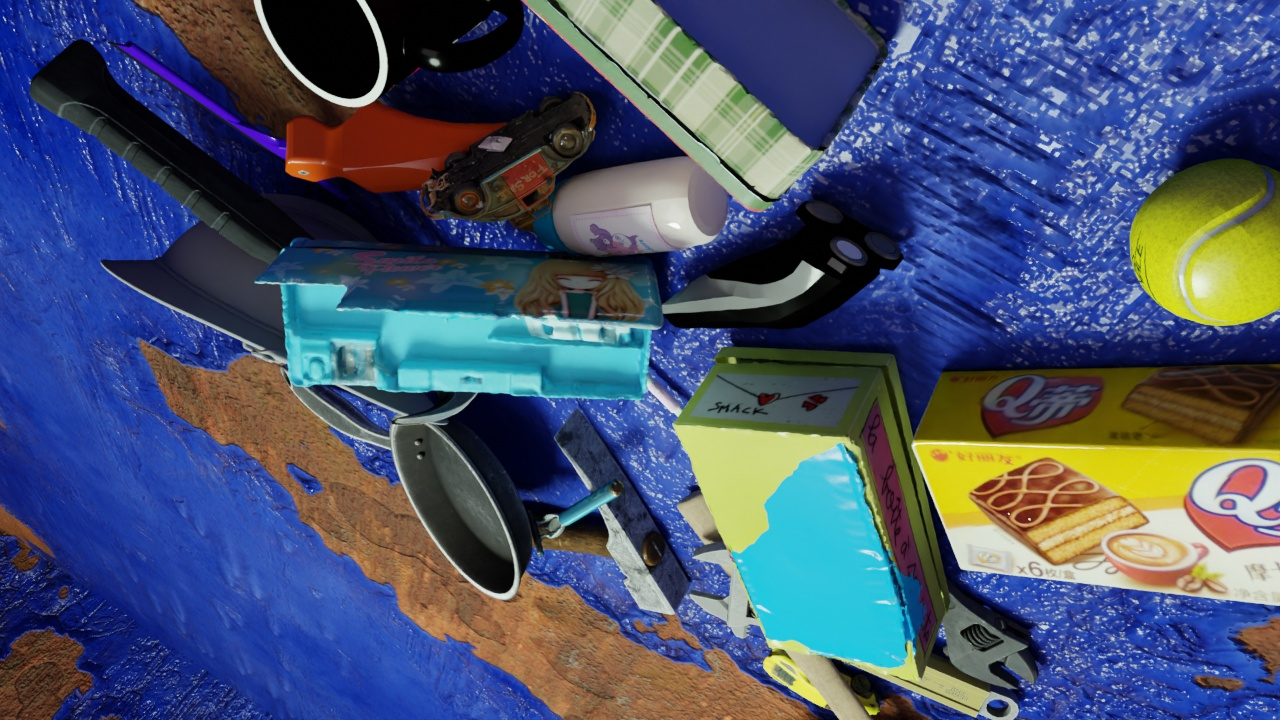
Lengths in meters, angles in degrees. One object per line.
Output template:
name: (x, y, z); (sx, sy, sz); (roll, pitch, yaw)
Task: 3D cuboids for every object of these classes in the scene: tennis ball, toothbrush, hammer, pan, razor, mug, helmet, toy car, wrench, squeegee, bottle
tennis ball: (0.236, -0.048, 0.373); (0.065, 0.065, 0.065); (21, 140, 19)
toothbrush: (-0.004, 0.004, 0.652); (0.155, 0.015, 0.022); (44, 112, -9)
hammer: (-0.118, 0.134, 0.859); (0.301, 0.036, 0.218); (-1, 129, 39)
hammer: (0.135, 0.239, 0.756); (0.120, 0.030, 0.331); (-30, 105, 25)
pan: (-0.221, 0.086, 0.848); (0.357, 0.055, 0.188); (35, 140, 32)
razor: (-0.053, 0.123, 0.750); (0.144, 0.022, 0.042); (-36, 68, 48)
mug: (-0.118, -0.184, 0.472); (0.118, 0.098, 0.082); (26, 141, 13)
helmet: (-0.248, -0.056, 0.701); (0.271, 0.117, 0.183); (27, 176, -18)
razor: (0.070, -0.042, 0.522); (0.157, 0.057, 0.060); (-28, 79, 49)
toy car: (0.161, 0.285, 0.811); (0.107, 0.030, 0.049); (23, 140, 14)
toy car: (-0.070, -0.106, 0.524); (0.112, 0.047, 0.047); (-29, 135, 6)
wrench: (0.164, 0.216, 0.716); (0.273, 0.018, 0.084); (21, 118, 7)
squeegee: (-0.154, -0.130, 0.559); (0.185, 0.055, 0.249); (-3, 173, 6)
bottle: (-0.020, -0.087, 0.539); (0.146, 0.051, 0.051); (0, 130, 38)
hammer: (-0.236, -0.075, 0.611); (0.333, 0.117, 0.025); (40, 144, -24)
wrench: (0.191, 0.140, 0.646); (0.273, 0.018, 0.073); (48, 141, -13)

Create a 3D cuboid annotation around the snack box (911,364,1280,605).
snack box: (0.269, 0.061, 0.466); (0.231, 0.061, 0.110); (-2, 128, 39)

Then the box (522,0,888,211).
box: (0.006, -0.164, 0.386); (0.205, 0.117, 0.050); (39, 140, -7)

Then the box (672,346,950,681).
box: (0.118, 0.101, 0.595); (0.125, 0.080, 0.221); (1, 130, 37)

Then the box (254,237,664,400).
box: (-0.103, -0.010, 0.540); (0.227, 0.121, 0.098); (3, 112, -5)
